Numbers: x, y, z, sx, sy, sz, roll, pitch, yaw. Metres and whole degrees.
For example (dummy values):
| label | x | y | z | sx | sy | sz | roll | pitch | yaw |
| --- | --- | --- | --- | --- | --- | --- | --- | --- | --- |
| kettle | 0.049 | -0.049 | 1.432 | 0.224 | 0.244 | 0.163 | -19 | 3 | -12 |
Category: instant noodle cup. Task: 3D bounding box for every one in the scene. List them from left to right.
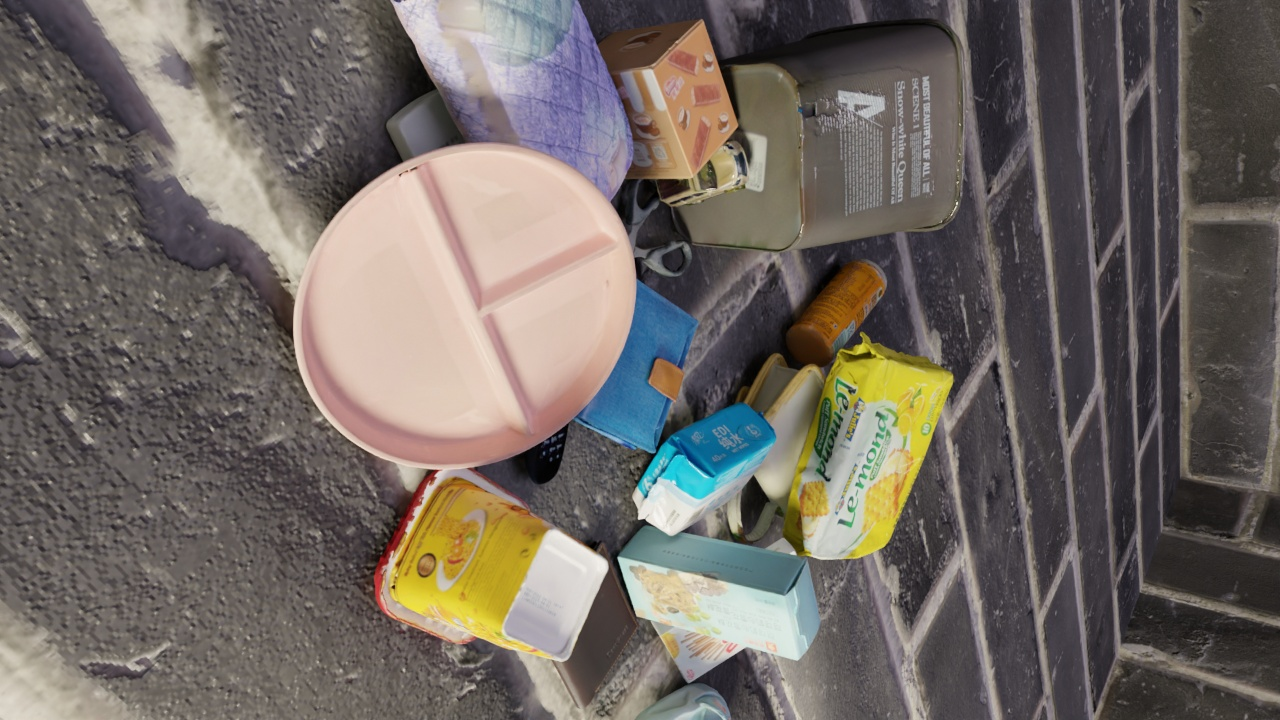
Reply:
| label | x | y | z | sx | sy | sz | roll | pitch | yaw |
| --- | --- | --- | --- | --- | --- | --- | --- | --- | --- |
| instant noodle cup | -0.100 | 0.147 | 0.641 | 0.116 | 0.124 | 0.116 | 44 | 65 | -45 |

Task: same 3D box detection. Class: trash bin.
| label | x | y | z | sx | sy | sz | roll | pitch | yaw |
| --- | --- | --- | --- | --- | --- | --- | --- | --- | --- |
| trash bin | 0.153 | -0.197 | 0.830 | 0.219 | 0.199 | 0.199 | -21 | 113 | -40 |

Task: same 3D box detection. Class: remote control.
| label | x | y | z | sx | sy | sz | roll | pitch | yaw |
| --- | --- | --- | --- | --- | --- | --- | --- | --- | --- |
| remote control | -0.122 | -0.113 | 0.644 | 0.058 | 0.021 | 0.150 | -47 | 129 | -33 |
| remote control | -0.072 | 0.030 | 0.722 | 0.053 | 0.024 | 0.136 | -12 | 115 | -64 |

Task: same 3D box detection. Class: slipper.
| label | x | y | z | sx | sy | sz | roll | pitch | yaw |
| --- | --- | --- | --- | --- | --- | --- | --- | --- | --- |
| slipper | 0.048 | 0.371 | 0.871 | 0.245 | 0.074 | 0.104 | 34 | 71 | -64 |

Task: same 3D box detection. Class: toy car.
| label | x | y | z | sx | sy | sz | roll | pitch | yaw |
| --- | --- | --- | --- | --- | --- | --- | --- | --- | --- |
| toy car | 0.052 | -0.154 | 0.765 | 0.035 | 0.091 | 0.042 | -23 | 99 | -41 |

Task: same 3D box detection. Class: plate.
| label | x | y | z | sx | sy | sz | roll | pitch | yaw |
| --- | --- | --- | --- | --- | --- | --- | --- | --- | --- |
| plate | -0.110 | -0.032 | 0.604 | 0.229 | 0.028 | 0.230 | -15 | 123 | -24 |

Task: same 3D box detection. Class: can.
| label | x | y | z | sx | sy | sz | roll | pitch | yaw |
| --- | --- | --- | --- | --- | --- | --- | --- | --- | --- |
| can | 0.222 | -0.055 | 1.036 | 0.145 | 0.058 | 0.058 | -45 | 129 | -35 |

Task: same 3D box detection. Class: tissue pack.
| label | x | y | z | sx | sy | sz | roll | pitch | yaw |
| --- | --- | --- | --- | --- | --- | --- | --- | --- | --- |
| tissue pack | 0.059 | 0.096 | 0.848 | 0.139 | 0.063 | 0.090 | -21 | 149 | -47 |

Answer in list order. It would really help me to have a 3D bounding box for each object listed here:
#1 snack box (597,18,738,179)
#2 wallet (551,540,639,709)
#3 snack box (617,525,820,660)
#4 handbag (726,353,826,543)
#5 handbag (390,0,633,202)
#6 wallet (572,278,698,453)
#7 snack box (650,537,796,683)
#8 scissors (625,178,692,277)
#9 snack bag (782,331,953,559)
| label | x | y | z | sx | sy | sz | roll | pitch | yaw |
| --- | --- | --- | --- | --- | --- | --- | --- | --- | --- |
| snack box | 0.009 | -0.204 | 0.725 | 0.076 | 0.093 | 0.094 | -51 | 132 | -31 |
| wallet | -0.046 | 0.231 | 0.806 | 0.096 | 0.020 | 0.122 | -46 | 131 | -35 |
| snack box | 0.068 | 0.202 | 0.813 | 0.051 | 0.175 | 0.074 | -43 | 127 | -44 |
| handbag | 0.137 | 0.101 | 0.970 | 0.178 | 0.063 | 0.163 | -51 | 133 | -20 |
| handbag | -0.079 | -0.185 | 0.626 | 0.194 | 0.076 | 0.133 | 64 | 34 | -36 |
| wallet | -0.005 | 0.005 | 0.796 | 0.106 | 0.040 | 0.133 | 31 | 74 | -44 |
| snack box | 0.095 | 0.249 | 0.912 | 0.156 | 0.027 | 0.085 | -31 | 125 | -7 |
| scissors | -0.011 | -0.093 | 0.761 | 0.159 | 0.014 | 0.173 | 25 | 64 | -44 |
| snack bag | 0.234 | 0.097 | 0.971 | 0.157 | 0.068 | 0.246 | 9 | 103 | -45 |
